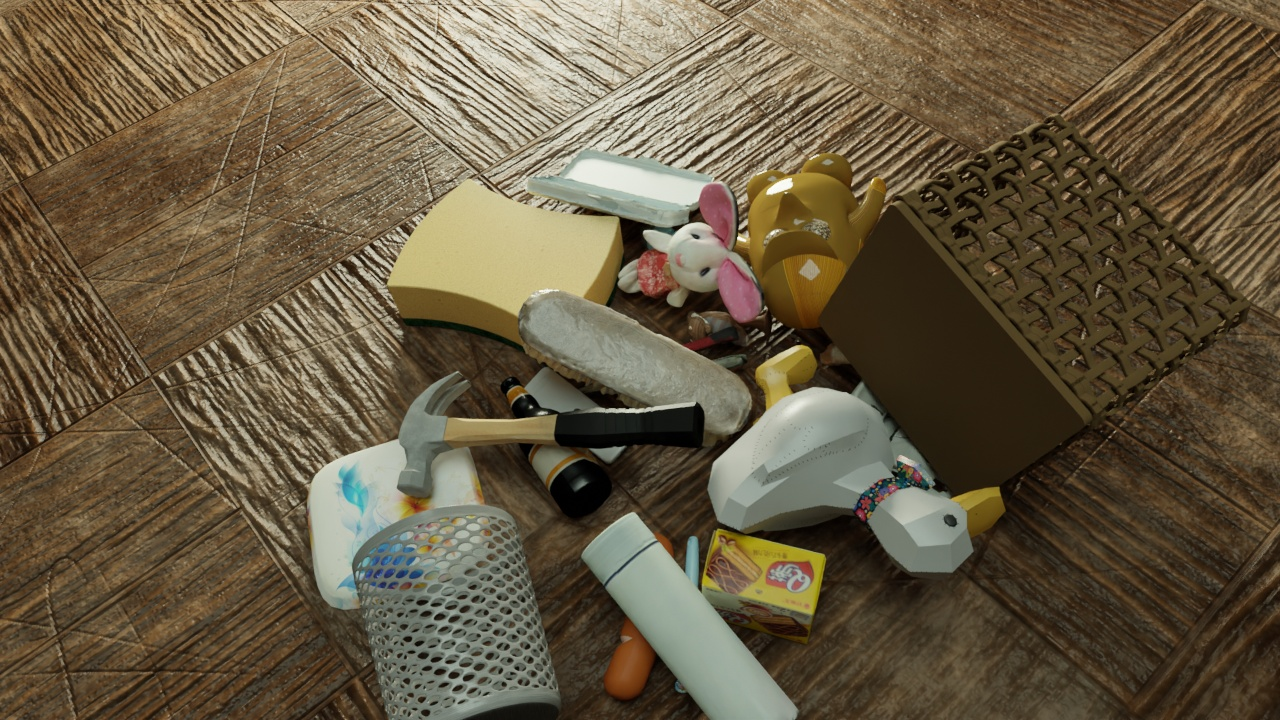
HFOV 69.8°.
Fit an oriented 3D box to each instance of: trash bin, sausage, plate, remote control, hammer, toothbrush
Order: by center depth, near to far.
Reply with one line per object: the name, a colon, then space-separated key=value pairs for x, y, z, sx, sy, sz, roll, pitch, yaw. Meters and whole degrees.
trash bin: x=-0.163 y=0.249 z=0.822 sx=0.156 sy=0.157 sz=0.183 roll=-19 pitch=57 yaw=-8
sausage: x=0.003 y=0.242 z=0.878 sx=0.044 sy=0.039 sz=0.163 roll=9 pitch=55 yaw=9
toothbrush: x=0.047 y=0.242 z=0.889 sx=0.016 sy=0.022 sz=0.154 roll=28 pitch=49 yaw=-27
hammer: x=-0.097 y=0.071 z=0.940 sx=0.329 sy=0.039 sz=0.131 roll=-3 pitch=62 yaw=19
plate: x=-0.263 y=0.161 z=0.980 sx=0.187 sy=0.016 sz=0.186 roll=-18 pitch=54 yaw=-7
remote control: x=-0.072 y=0.060 z=1.034 sx=0.147 sy=0.008 sz=0.045 roll=36 pitch=77 yaw=27

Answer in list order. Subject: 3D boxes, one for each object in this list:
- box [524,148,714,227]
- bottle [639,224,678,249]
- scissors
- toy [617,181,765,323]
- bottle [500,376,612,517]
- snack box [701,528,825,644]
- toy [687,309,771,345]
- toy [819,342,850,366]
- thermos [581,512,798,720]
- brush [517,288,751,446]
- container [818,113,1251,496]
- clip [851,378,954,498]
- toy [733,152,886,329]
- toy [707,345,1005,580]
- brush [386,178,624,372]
box: x=-0.024 y=-0.225 z=1.205 sx=0.210 sy=0.061 sz=0.192 roll=16 pitch=27 yaw=16
bottle: x=0.053 y=-0.138 z=1.152 sx=0.130 sy=0.040 sz=0.040 roll=30 pitch=62 yaw=25
scissors: x=0.023 y=0.004 z=1.048 sx=0.188 sy=0.015 sz=0.146 roll=16 pitch=93 yaw=1
toy: x=0.054 y=-0.115 z=1.070 sx=0.195 sy=0.159 sz=0.084 roll=-6 pitch=10 yaw=45
bottle: x=-0.101 y=0.085 z=0.992 sx=0.059 sy=0.059 sz=0.181 roll=-30 pitch=56 yaw=-15
snack box: x=0.114 y=0.212 z=0.861 sx=0.106 sy=0.084 sz=0.061 roll=12 pitch=57 yaw=13
toy: x=0.098 y=-0.039 z=1.075 sx=0.102 sy=0.042 sz=0.054 roll=8 pitch=35 yaw=20
toy: x=0.269 y=-0.021 z=1.035 sx=0.106 sy=0.074 sz=0.085 roll=28 pitch=48 yaw=19
thermos: x=0.041 y=0.243 z=0.822 sx=0.067 sy=0.068 sz=0.230 roll=-36 pitch=74 yaw=-19
brush: x=-0.006 y=0.006 z=0.991 sx=0.271 sy=0.057 sz=0.083 roll=26 pitch=70 yaw=1
container: x=0.355 y=-0.043 z=0.881 sx=0.213 sy=0.220 sz=0.251 roll=-28 pitch=71 yaw=-21
clip: x=0.285 y=0.072 z=0.967 sx=0.144 sy=0.074 sz=0.124 roll=31 pitch=60 yaw=19
toy: x=0.186 y=-0.129 z=1.053 sx=0.199 sy=0.162 sz=0.202 roll=-13 pitch=48 yaw=23
toy: x=0.185 y=0.110 z=0.872 sx=0.246 sy=0.141 sz=0.267 roll=-14 pitch=41 yaw=-13
brush: x=-0.161 y=-0.110 z=1.132 sx=0.250 sy=0.075 sz=0.194 roll=17 pitch=57 yaw=18
